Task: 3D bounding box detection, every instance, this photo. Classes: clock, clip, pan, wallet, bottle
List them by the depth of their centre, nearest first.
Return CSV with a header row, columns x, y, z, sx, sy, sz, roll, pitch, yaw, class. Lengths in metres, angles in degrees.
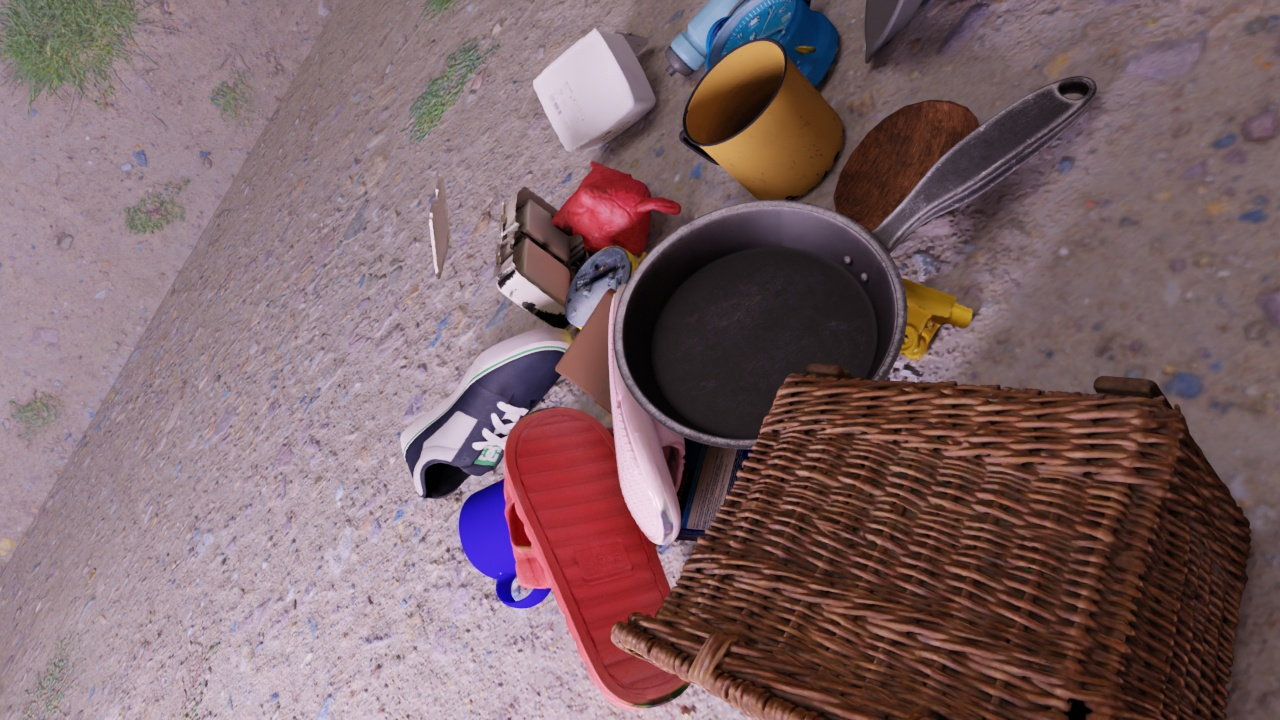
x,y,z,sx,sy,sz,roll,pitch,yaw,class
0.145,-0.072,0.598,0.356,0.055,0.187,-32,56,-3,pan
0.187,-0.025,0.603,0.054,0.044,0.049,33,132,53,clip
0.210,-0.318,0.657,0.353,0.024,0.217,-79,-1,-66,pan
-0.005,0.004,0.761,0.121,0.013,0.087,35,93,25,wallet
-0.025,-0.046,0.825,0.084,0.057,0.118,-23,48,37,clock
0.113,-0.290,0.840,0.117,0.060,0.161,-35,41,28,clock
0.074,-0.342,0.940,0.130,0.040,0.040,-43,39,19,bottle

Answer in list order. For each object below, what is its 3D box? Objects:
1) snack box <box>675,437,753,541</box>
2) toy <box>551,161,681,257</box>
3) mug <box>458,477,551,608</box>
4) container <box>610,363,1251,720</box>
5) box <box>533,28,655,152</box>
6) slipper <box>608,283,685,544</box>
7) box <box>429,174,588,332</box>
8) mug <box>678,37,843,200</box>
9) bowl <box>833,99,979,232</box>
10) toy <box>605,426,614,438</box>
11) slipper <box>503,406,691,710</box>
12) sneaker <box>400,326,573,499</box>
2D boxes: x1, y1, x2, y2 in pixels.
x,y,z,sx,sy,sz,roll,pitch,yaw,class
0.065,0.059,0.672,0.082,0.027,0.150,-6,59,49,snack box
-0.015,-0.158,0.881,0.133,0.088,0.093,0,54,48,toy
-0.092,0.145,0.748,0.084,0.079,0.111,-28,52,34,mug
0.147,0.111,0.436,0.250,0.162,0.183,6,64,51,container
-0.035,-0.310,1.028,0.109,0.136,0.121,-28,87,32,box
0.006,0.034,0.672,0.055,0.107,0.221,-4,48,-5,slipper
-0.139,-0.111,0.893,0.070,0.186,0.143,-37,34,28,box
0.094,-0.190,0.760,0.124,0.094,0.100,-12,56,42,mug
0.195,-0.132,0.659,0.114,0.026,0.102,-55,42,0,bowl
-0.047,0.072,0.789,0.112,0.030,0.049,14,104,55,toy
-0.040,0.142,0.671,0.248,0.103,0.059,65,146,34,slipper
-0.141,0.057,0.874,0.236,0.084,0.079,-39,54,29,sneaker
